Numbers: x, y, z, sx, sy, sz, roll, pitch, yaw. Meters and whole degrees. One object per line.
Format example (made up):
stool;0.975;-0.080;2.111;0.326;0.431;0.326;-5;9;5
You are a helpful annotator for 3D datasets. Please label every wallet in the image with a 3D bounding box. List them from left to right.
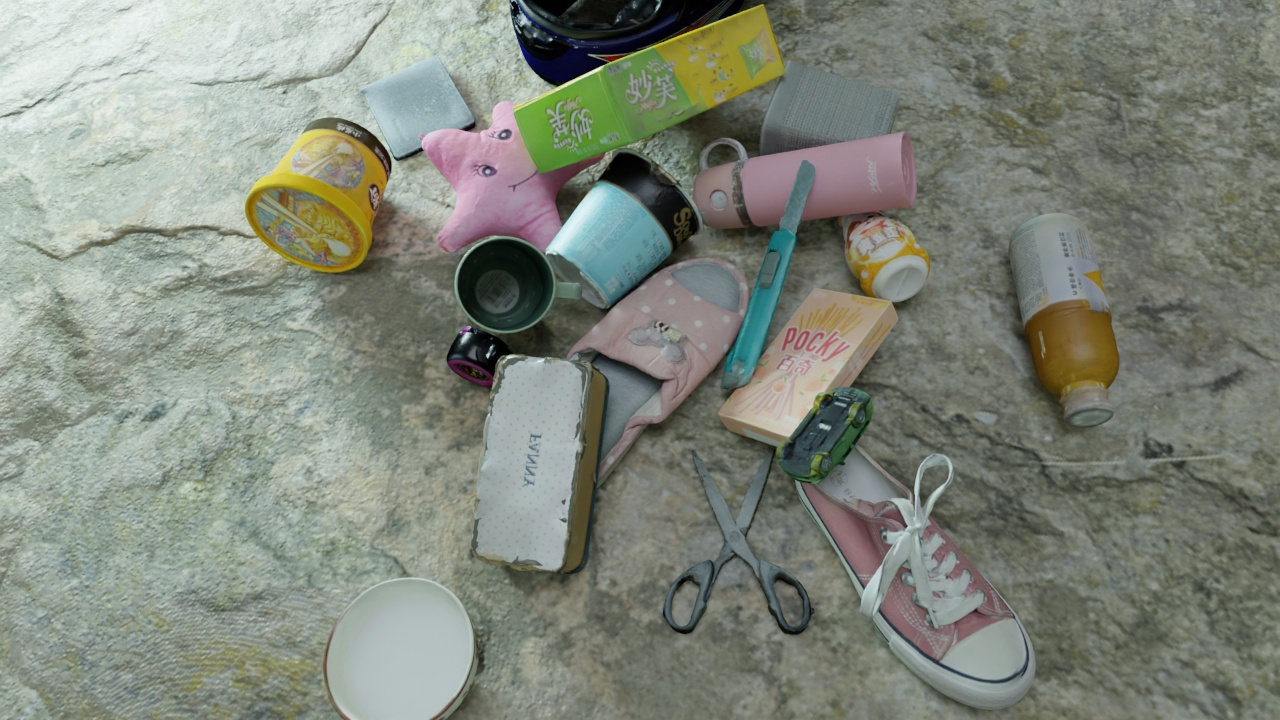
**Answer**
wallet;-0.246;-0.279;1.012;0.097;0.019;0.120;-27;63;-7

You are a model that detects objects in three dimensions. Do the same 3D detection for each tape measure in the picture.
tape measure;-0.142;-0.004;0.822;0.058;0.057;0.039;11;65;25

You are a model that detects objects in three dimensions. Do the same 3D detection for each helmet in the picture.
helmet;-0.008;-0.461;0.961;0.315;0.241;0.247;-37;62;-13

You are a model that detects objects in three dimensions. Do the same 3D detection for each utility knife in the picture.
utility knife;0.113;-0.075;0.796;0.029;0.013;0.216;15;83;31

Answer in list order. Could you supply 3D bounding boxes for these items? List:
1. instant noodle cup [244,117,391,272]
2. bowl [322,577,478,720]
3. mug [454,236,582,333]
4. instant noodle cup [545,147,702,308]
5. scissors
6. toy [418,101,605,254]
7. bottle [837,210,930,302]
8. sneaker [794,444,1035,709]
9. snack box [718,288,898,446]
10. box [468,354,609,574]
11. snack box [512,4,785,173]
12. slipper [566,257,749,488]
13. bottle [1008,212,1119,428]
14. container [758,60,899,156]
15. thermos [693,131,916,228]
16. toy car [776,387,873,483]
instant noodle cup;-0.309;-0.167;0.904;0.118;0.119;0.114;5;53;9
bowl;-0.175;0.228;0.694;0.113;0.062;0.113;-2;60;3
mug;-0.110;-0.066;0.821;0.111;0.106;0.082;3;92;-12
instant noodle cup;-0.022;-0.116;0.851;0.111;0.111;0.120;37;77;23
scissors;0.079;0.147;0.739;0.159;0.014;0.180;31;68;21
toy;-0.141;-0.180;0.908;0.178;0.075;0.194;21;63;2
bottle;0.216;-0.103;0.837;0.063;0.063;0.108;-16;46;-3
sneaker;0.200;0.144;0.684;0.118;0.088;0.241;-29;61;-11
snack box;0.143;0.005;0.783;0.084;0.026;0.157;16;60;48
box;-0.080;0.089;0.735;0.090;0.060;0.184;7;84;14
snack box;0.008;-0.253;0.861;0.209;0.070;0.158;-33;19;-32
slipper;-0.005;0.005;0.804;0.114;0.054;0.274;36;72;22
bottle;0.361;-0.036;0.778;0.068;0.068;0.189;-1;61;5
container;0.182;-0.220;0.892;0.114;0.090;0.090;18;65;12
thermos;0.146;-0.171;0.843;0.199;0.087;0.067;-2;14;29
toy car;0.145;0.059;0.710;0.043;0.036;0.091;19;55;46
